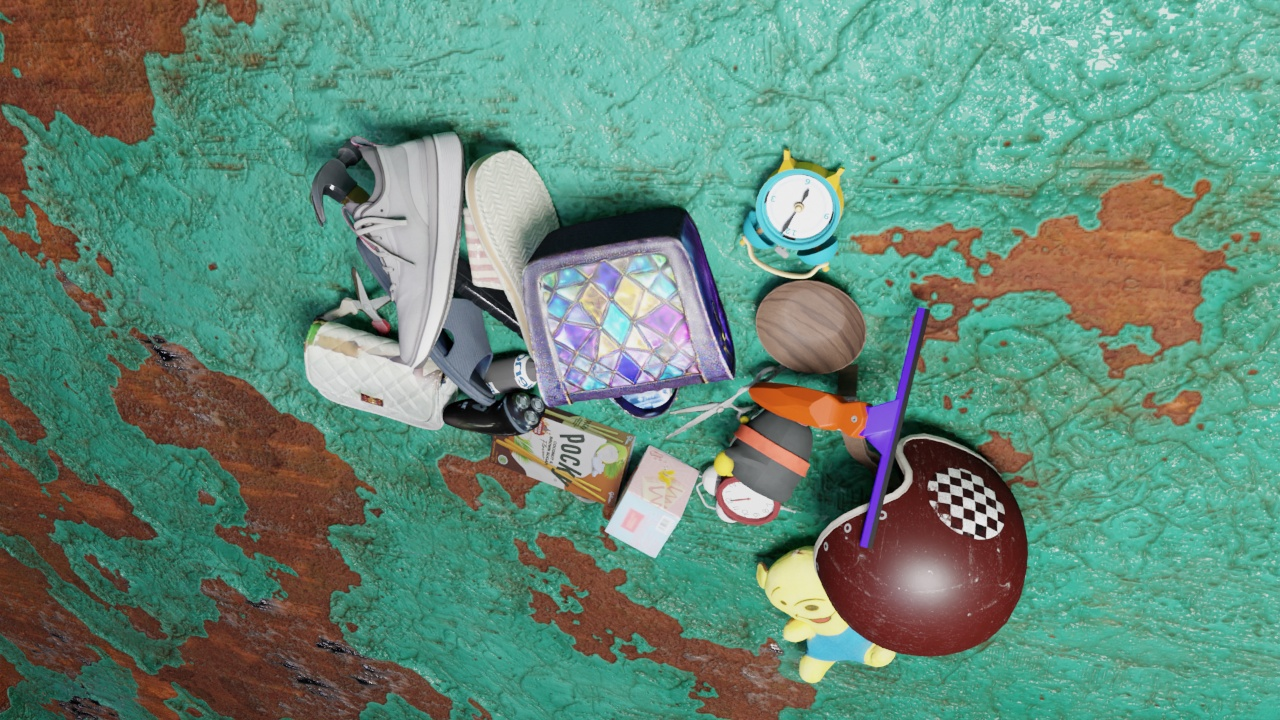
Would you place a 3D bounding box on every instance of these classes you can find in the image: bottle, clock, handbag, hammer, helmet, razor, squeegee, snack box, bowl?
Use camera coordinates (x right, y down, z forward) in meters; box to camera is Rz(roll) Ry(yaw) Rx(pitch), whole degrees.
[{"bbox_3d":[-0.165,0.017,1.187,0.113,0.046,0.047,-10,120,29],"label":"bottle"},{"bbox_3d":[0.132,0.168,1.174,0.125,0.044,0.087,-12,119,29],"label":"clock"},{"bbox_3d":[-0.344,0.023,1.225,0.195,0.072,0.139,16,141,5],"label":"handbag"},{"bbox_3d":[-0.007,0.006,1.107,0.089,0.051,0.125,-13,119,31],"label":"clock"},{"bbox_3d":[-0.239,-0.119,1.087,0.333,0.117,0.025,37,139,-14],"label":"hammer"},{"bbox_3d":[0.306,0.193,1.023,0.234,0.252,0.234,11,138,5],"label":"helmet"},{"bbox_3d":[-0.193,0.066,1.186,0.141,0.052,0.064,0,132,18],"label":"razor"},{"bbox_3d":[0.190,0.051,0.981,0.185,0.055,0.249,16,94,46],"label":"squeegee"},{"bbox_3d":[-0.107,0.120,1.237,0.186,0.031,0.101,19,120,9],"label":"snack box"},{"bbox_3d":[0.187,-0.043,0.999,0.119,0.032,0.119,12,128,15],"label":"bowl"},{"bbox_3d":[0.015,0.184,1.203,0.079,0.094,0.093,28,131,2],"label":"snack box"},{"bbox_3d":[-0.011,-0.038,0.995,0.205,0.125,0.222,-9,113,11],"label":"handbag"},{"bbox_3d":[0.158,-0.144,0.932,0.099,0.043,0.130,20,123,9],"label":"clock"}]

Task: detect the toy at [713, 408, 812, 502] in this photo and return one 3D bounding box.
[{"bbox_3d":[0.156,0.101,1.082,0.100,0.097,0.119,31,91,16],"label":"toy"}]

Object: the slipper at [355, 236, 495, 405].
[{"bbox_3d":[-0.244,-0.065,1.128,0.082,0.101,0.263,-36,92,4],"label":"slipper"}]

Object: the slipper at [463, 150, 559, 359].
[{"bbox_3d":[-0.138,-0.110,1.043,0.052,0.114,0.263,12,133,38],"label":"slipper"}]

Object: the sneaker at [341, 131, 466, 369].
[{"bbox_3d":[-0.263,-0.123,1.005,0.128,0.097,0.263,4,91,-8],"label":"sneaker"}]

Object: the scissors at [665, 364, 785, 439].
[{"bbox_3d":[0.104,0.043,1.063,0.165,0.014,0.141,-46,145,23],"label":"scissors"}]

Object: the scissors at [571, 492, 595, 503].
[{"bbox_3d":[-0.101,0.133,1.269,0.154,0.012,0.163,-12,115,27],"label":"scissors"}]

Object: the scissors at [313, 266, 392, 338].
[{"bbox_3d":[-0.377,-0.055,1.229,0.179,0.015,0.200,13,140,23],"label":"scissors"}]

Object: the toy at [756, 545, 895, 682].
[{"bbox_3d":[0.245,0.326,1.219,0.149,0.083,0.214,-20,114,26],"label":"toy"}]
